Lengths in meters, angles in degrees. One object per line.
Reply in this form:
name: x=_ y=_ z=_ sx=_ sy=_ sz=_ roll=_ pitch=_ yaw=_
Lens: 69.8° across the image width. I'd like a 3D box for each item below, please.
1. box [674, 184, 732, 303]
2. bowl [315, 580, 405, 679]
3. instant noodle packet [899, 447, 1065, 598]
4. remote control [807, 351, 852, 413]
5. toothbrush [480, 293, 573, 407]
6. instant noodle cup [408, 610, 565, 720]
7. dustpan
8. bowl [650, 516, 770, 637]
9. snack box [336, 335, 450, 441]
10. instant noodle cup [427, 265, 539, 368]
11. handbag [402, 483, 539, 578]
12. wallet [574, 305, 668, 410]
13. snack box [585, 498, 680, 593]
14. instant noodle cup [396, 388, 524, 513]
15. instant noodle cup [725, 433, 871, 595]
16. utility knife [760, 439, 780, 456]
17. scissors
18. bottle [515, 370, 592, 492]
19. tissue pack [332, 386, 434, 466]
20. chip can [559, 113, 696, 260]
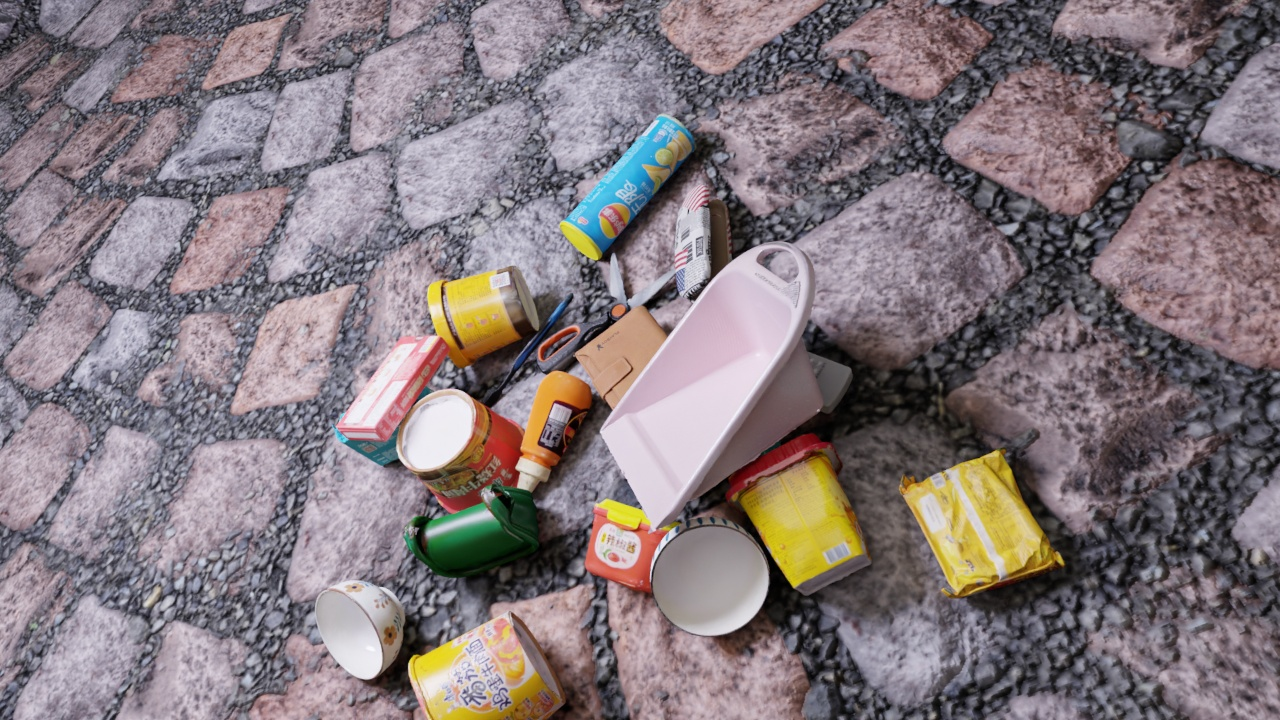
box: x=0.068 y=-0.148 z=1.143 sx=0.075 sy=0.082 sz=0.163 roll=-13 pitch=58 yaw=26
bowl: x=-0.310 y=0.298 z=1.046 sx=0.114 sy=0.113 sz=0.062 roll=14 pitch=24 yaw=32
instant noodle packet: x=0.314 y=0.151 z=0.858 sx=0.111 sy=0.044 sz=0.128 roll=-20 pitch=57 yaw=6
remote control: x=0.159 y=0.008 z=1.026 sx=0.150 sy=0.021 sz=0.058 roll=23 pitch=64 yaw=29
toothbrush: x=-0.147 y=-0.013 z=1.192 sx=0.189 sy=0.014 sz=0.016 roll=-52 pitch=38 yaw=-1
instant noodle cup: x=-0.148 y=0.328 z=0.923 sx=0.109 sy=0.138 sz=0.138 roll=-33 pitch=51 yaw=-6
dustpan: x=0.063 y=0.004 z=0.929 sx=0.273 sy=0.139 sz=0.222 roll=-31 pitch=27 yaw=-6
bowl: x=0.066 y=0.208 z=0.915 sx=0.116 sy=0.116 sz=0.066 roll=-33 pitch=10 yaw=4
snack box: x=-0.301 y=0.032 z=1.122 sx=0.075 sy=0.025 sz=0.152 roll=-2 pitch=46 yaw=36
instant noodle cup: x=-0.202 y=-0.063 z=1.205 sx=0.114 sy=0.118 sz=0.118 roll=-19 pitch=53 yaw=5
handbag: x=-0.185 y=0.187 z=1.031 sx=0.131 sy=0.120 sz=0.068 roll=-20 pitch=59 yaw=11
wallet: x=-0.006 y=0.006 z=1.090 sx=0.108 sy=0.031 sz=0.131 roll=-36 pitch=52 yaw=1
snack box: x=-0.007 y=0.197 z=0.968 sx=0.091 sy=0.082 sz=0.080 roll=12 pitch=80 yaw=32
instant noodle cup: x=-0.219 y=0.104 z=1.107 sx=0.138 sy=0.108 sz=0.137 roll=-13 pitch=55 yaw=19
instant noodle cup: x=0.161 y=0.154 z=0.896 sx=0.116 sy=0.116 sz=0.123 roll=-29 pitch=64 yaw=7
utility knife: x=0.136 y=0.061 z=1.019 sx=0.029 sy=0.013 sz=0.166 roll=-16 pitch=52 yaw=14
scissors: x=-0.034 y=-0.041 z=1.164 sx=0.221 sy=0.022 sz=0.233 roll=-24 pitch=54 yaw=10
bottle: x=-0.110 y=0.089 z=1.097 sx=0.067 sy=0.066 sz=0.149 roll=14 pitch=74 yaw=32
tissue pack: x=-0.315 y=0.082 z=1.178 sx=0.133 sy=0.093 sz=0.050 roll=-25 pitch=56 yaw=9
chip can: x=-0.015 y=-0.236 z=1.246 sx=0.071 sy=0.071 sz=0.210 roll=33 pitch=77 yaw=37
